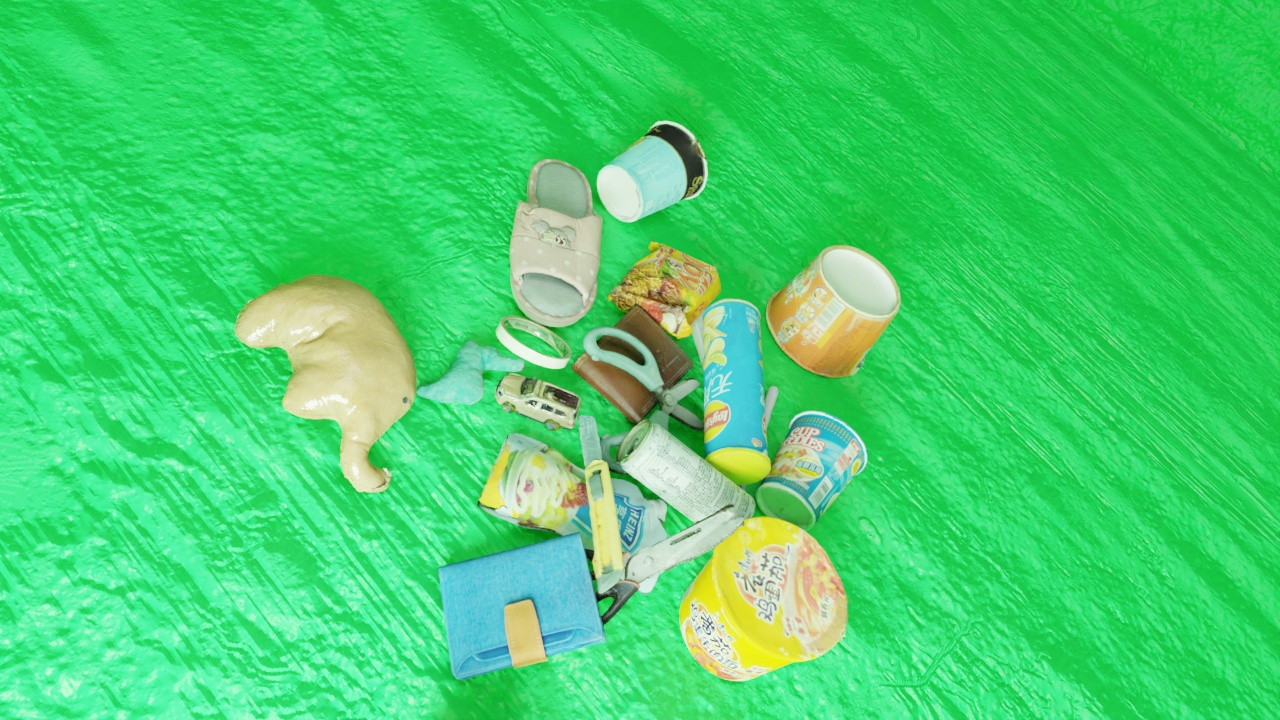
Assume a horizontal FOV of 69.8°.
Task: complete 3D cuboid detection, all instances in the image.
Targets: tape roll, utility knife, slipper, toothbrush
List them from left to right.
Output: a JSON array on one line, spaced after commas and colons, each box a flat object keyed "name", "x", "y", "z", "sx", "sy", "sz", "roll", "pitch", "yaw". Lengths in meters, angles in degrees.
[{"name": "tape roll", "x": -0.115, "y": -0.020, "z": 0.992, "sx": 0.086, "sy": 0.014, "sz": 0.085, "roll": 26, "pitch": 18, "yaw": -10}, {"name": "slipper", "x": -0.098, "y": -0.154, "z": 1.105, "sx": 0.114, "sy": 0.055, "sz": 0.273, "roll": 15, "pitch": 49, "yaw": -17}, {"name": "utility knife", "x": -0.040, "y": 0.128, "z": 0.877, "sx": 0.031, "sy": 0.022, "sz": 0.219, "roll": -20, "pitch": 36, "yaw": 6}, {"name": "toothbrush", "x": 0.136, "y": 0.095, "z": 1.057, "sx": 0.021, "sy": 0.029, "sz": 0.188, "roll": 1, "pitch": 42, "yaw": 21}]

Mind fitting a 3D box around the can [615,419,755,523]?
[{"name": "can", "x": 0.047, "y": 0.124, "z": 0.939, "sx": 0.146, "sy": 0.058, "sz": 0.058, "roll": 38, "pitch": 45, "yaw": -14}]

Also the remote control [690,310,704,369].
[{"name": "remote control", "x": 0.101, "y": 0.001, "z": 1.110, "sx": 0.058, "sy": 0.021, "sz": 0.149, "roll": 2, "pitch": 53, "yaw": -26}]

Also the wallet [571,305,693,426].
[{"name": "wallet", "x": -0.006, "y": 0.006, "z": 1.043, "sx": 0.101, "sy": 0.032, "sz": 0.124, "roll": 43, "pitch": 50, "yaw": 3}]

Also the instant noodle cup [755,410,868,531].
[{"name": "instant noodle cup", "x": 0.184, "y": 0.127, "z": 1.011, "sx": 0.099, "sy": 0.099, "sz": 0.109, "roll": 39, "pitch": 54, "yaw": 5}]

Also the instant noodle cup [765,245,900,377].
[{"name": "instant noodle cup", "x": 0.254, "y": -0.069, "z": 1.183, "sx": 0.151, "sy": 0.112, "sz": 0.151, "roll": 14, "pitch": 50, "yaw": -17}]

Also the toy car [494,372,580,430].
[{"name": "toy car", "x": -0.107, "y": 0.040, "z": 0.962, "sx": 0.090, "sy": 0.035, "sz": 0.042, "roll": 21, "pitch": 46, "yaw": -8}]

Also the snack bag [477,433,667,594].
[{"name": "snack bag", "x": -0.059, "y": 0.146, "z": 0.903, "sx": 0.191, "sy": 0.039, "sz": 0.110, "roll": 26, "pitch": 36, "yaw": -8}]

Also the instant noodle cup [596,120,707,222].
[{"name": "instant noodle cup", "x": 0.010, "y": -0.241, "z": 1.202, "sx": 0.111, "sy": 0.111, "sz": 0.120, "roll": 45, "pitch": 54, "yaw": 11}]

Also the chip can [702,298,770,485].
[{"name": "chip can", "x": 0.105, "y": 0.031, "z": 1.026, "sx": 0.071, "sy": 0.071, "sz": 0.209, "roll": 15, "pitch": 52, "yaw": -17}]

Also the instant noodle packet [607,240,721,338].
[{"name": "instant noodle packet", "x": 0.035, "y": -0.090, "z": 1.124, "sx": 0.111, "sy": 0.044, "sz": 0.128, "roll": 28, "pitch": 44, "yaw": 9}]

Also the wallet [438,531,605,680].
[{"name": "wallet", "x": -0.105, "y": 0.212, "z": 0.797, "sx": 0.133, "sy": 0.040, "sz": 0.106, "roll": -13, "pitch": 57, "yaw": -5}]

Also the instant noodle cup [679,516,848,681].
[{"name": "instant noodle cup", "x": 0.107, "y": 0.234, "z": 0.869, "sx": 0.138, "sy": 0.110, "sz": 0.137, "roll": 14, "pitch": 49, "yaw": -17}]

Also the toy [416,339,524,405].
[{"name": "toy", "x": -0.171, "y": 0.011, "z": 0.946, "sx": 0.096, "sy": 0.030, "sz": 0.091, "roll": 8, "pitch": 44, "yaw": 7}]

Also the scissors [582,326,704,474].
[{"name": "scissors", "x": -0.007, "y": 0.050, "z": 0.985, "sx": 0.170, "sy": 0.019, "sz": 0.179, "roll": 37, "pitch": 52, "yaw": -13}]

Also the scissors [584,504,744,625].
[{"name": "scissors", "x": -0.013, "y": 0.180, "z": 0.837, "sx": 0.193, "sy": 0.015, "sz": 0.206, "roll": 19, "pitch": 64, "yaw": 26}]

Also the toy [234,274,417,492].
[{"name": "toy", "x": -0.276, "y": 0.013, "z": 0.869, "sx": 0.143, "sy": 0.083, "sz": 0.226, "roll": -27, "pitch": 74, "yaw": -34}]
